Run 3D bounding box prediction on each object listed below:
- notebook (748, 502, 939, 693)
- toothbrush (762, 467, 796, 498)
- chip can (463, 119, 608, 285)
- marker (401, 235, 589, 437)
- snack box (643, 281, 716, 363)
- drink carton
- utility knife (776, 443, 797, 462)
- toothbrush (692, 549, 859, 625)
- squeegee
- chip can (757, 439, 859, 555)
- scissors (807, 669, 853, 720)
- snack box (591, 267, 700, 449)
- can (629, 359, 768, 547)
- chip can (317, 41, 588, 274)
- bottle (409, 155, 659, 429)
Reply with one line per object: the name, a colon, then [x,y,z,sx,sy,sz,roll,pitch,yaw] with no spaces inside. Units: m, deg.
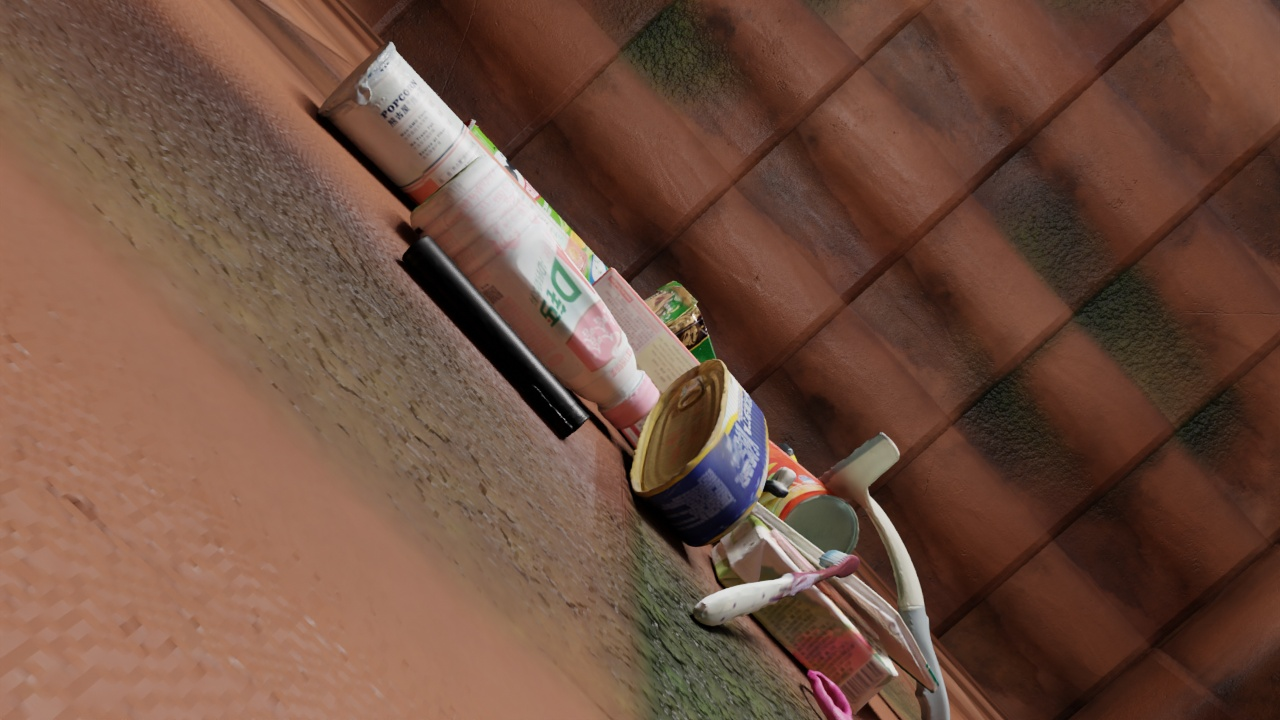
notebook: [0.117,0.149,0.665,0.209,0.012,0.150,36,-12,41]
toothbrush: [0.078,0.086,0.648,0.015,0.018,0.181,37,-11,-1]
chip can: [-0.117,-0.136,0.944,0.236,0.072,0.072,46,4,-26]
marker: [-0.078,-0.012,0.490,0.132,0.020,0.022,48,33,-1]
snack box: [0.030,-0.008,1.083,0.105,0.118,0.117,59,-2,-29]
drink carton: [0.101,0.154,0.568,0.122,0.045,0.053,47,4,-5]
utility knife: [0.176,0.175,0.920,0.033,0.015,0.197,111,-40,-79]
toothbrush: [0.077,0.119,0.498,0.017,0.016,0.187,23,10,34]
squeegee: [0.216,0.199,0.760,0.247,0.039,0.246,104,-29,-71]
chip can: [0.124,0.120,0.850,0.073,0.073,0.216,46,-2,-18]
scissors: [0.111,0.199,0.468,0.133,0.017,0.124,37,12,-49]
snack box: [-0.004,0.004,0.699,0.155,0.077,0.027,50,4,32]
can: [0.039,0.054,0.575,0.049,0.075,0.148,49,20,-14]
chip can: [-0.132,-0.128,0.682,0.214,0.071,0.071,45,4,-28]
bottle: [-0.062,-0.037,0.599,0.197,0.068,0.068,51,3,-16]
